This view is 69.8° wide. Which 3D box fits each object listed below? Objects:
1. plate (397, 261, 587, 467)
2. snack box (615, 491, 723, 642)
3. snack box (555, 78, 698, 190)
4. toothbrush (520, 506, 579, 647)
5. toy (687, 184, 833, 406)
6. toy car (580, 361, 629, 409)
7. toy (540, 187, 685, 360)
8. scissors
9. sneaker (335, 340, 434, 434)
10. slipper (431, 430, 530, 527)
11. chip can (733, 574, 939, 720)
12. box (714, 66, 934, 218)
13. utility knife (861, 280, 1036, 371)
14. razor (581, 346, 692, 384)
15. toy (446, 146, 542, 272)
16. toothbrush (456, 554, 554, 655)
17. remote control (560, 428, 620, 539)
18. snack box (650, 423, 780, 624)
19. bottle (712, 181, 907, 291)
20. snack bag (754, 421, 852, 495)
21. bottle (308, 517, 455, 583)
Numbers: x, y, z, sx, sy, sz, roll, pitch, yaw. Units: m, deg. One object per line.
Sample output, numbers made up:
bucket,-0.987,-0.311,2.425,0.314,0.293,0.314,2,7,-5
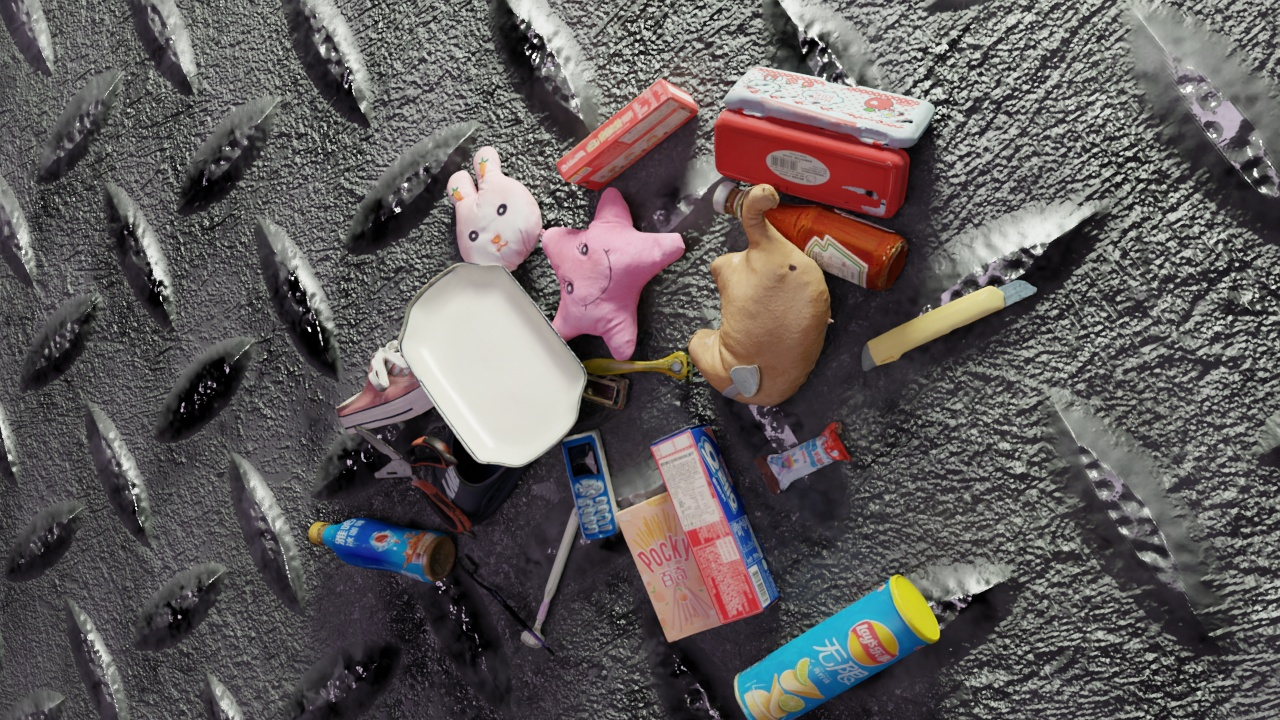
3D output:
plate,-0.168,0.003,1.051,0.162,0.034,0.265,-40,67,-1
snack box,0.039,0.229,1.032,0.085,0.026,0.157,-28,81,25
snack box,-0.015,-0.243,1.004,0.153,0.075,0.025,-33,77,25
toothbrush,-0.104,0.262,1.111,0.029,0.020,0.190,18,102,-6
toy,0.128,-0.061,0.924,0.143,0.082,0.226,21,115,18
toy car,-0.057,0.028,1.065,0.090,0.035,0.042,16,98,28
toy,-0.053,-0.094,1.033,0.178,0.074,0.195,36,108,26
scissors,-0.274,0.133,1.115,0.225,0.015,0.189,38,141,16
sneaker,-0.303,0.023,1.153,0.242,0.118,0.088,-18,105,32
slipper,-0.192,0.102,1.104,0.110,0.083,0.269,49,118,18
chip can,0.195,0.301,0.933,0.211,0.071,0.071,-40,76,23
box,0.182,-0.224,0.927,0.201,0.100,0.095,21,143,23
utility knife,0.293,-0.036,0.892,0.179,0.019,0.031,-27,85,32
razor,-0.006,0.006,1.028,0.133,0.028,0.043,0,96,15
toy,-0.182,-0.178,1.108,0.121,0.054,0.159,-39,68,23
toothbrush,-0.167,0.300,1.135,0.189,0.014,0.017,35,93,30
remote control,-0.057,0.146,1.077,0.049,0.024,0.125,-16,85,26
snack box,0.081,0.172,0.991,0.058,0.057,0.207,-26,82,28
bottle,0.166,-0.133,0.931,0.206,0.059,0.060,28,105,27
snack bag,0.172,0.102,0.958,0.105,0.026,0.045,-31,83,27
bottle,-0.346,0.243,1.207,0.219,0.065,0.065,4,95,28
